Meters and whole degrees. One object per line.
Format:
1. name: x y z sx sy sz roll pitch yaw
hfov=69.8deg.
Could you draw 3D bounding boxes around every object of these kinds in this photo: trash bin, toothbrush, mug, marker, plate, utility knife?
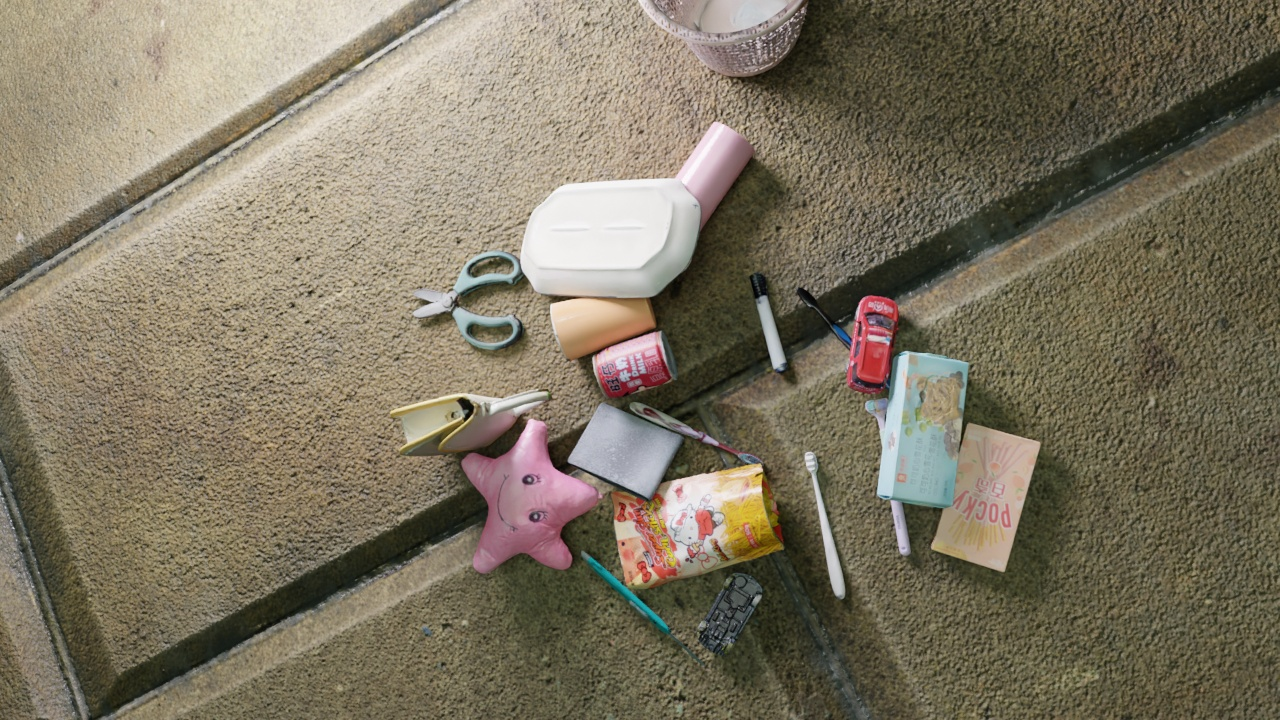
1. trash bin: 0.117 -0.453 1.116 0.228 0.192 0.227 -1 84 13
2. toothbrush: 0.069 0.094 1.160 0.187 0.017 0.016 24 89 13
3. toothbrush: 0.258 -0.021 1.134 0.014 0.016 0.189 -41 80 -4
4. mug: -0.045 -0.052 1.175 0.123 0.078 0.078 -16 81 6
5. toothbrush: 0.224 0.200 1.114 0.016 0.016 0.180 -14 82 18
6. marker: 0.162 -0.048 1.154 0.022 0.018 0.130 -15 81 1
7. toothbrush: 0.301 0.140 1.101 0.029 0.021 0.189 -13 83 30
8. plate: -0.050 -0.161 1.159 0.266 0.034 0.162 6 75 32
9. utility knife: 0.002 0.311 1.148 0.209 0.029 0.013 39 67 13

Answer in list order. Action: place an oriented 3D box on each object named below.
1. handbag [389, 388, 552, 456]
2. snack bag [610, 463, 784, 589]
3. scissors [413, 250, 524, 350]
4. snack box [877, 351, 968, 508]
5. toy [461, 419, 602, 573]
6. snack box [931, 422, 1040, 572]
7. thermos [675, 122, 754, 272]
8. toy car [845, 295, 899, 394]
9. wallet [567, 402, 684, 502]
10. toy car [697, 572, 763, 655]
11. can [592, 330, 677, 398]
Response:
1. handbag: -0.201 0.073 1.150 0.179 0.163 0.063 -17 82 10
2. snack bag: 0.066 0.204 1.133 0.208 0.073 0.128 -17 81 18
3. scissors: -0.228 -0.066 1.245 0.178 0.019 0.169 -21 81 9
4. snack box: 0.330 0.081 1.073 0.074 0.052 0.174 9 84 -5
5. toy: -0.136 0.172 1.171 0.178 0.074 0.194 -7 80 3
6. snack box: 0.403 0.159 1.073 0.084 0.026 0.157 16 88 14
7. thermos: 0.069 -0.199 1.161 0.087 0.067 0.198 35 91 40
8. toy car: 0.281 -0.021 1.103 0.053 0.045 0.120 10 77 2
9. wallet: -0.019 0.114 1.162 0.121 0.019 0.097 23 63 15
10. toy car: 0.110 0.307 1.121 0.049 0.031 0.105 31 93 13
11. can: -0.007 0.007 1.161 0.094 0.066 0.066 -17 80 10
